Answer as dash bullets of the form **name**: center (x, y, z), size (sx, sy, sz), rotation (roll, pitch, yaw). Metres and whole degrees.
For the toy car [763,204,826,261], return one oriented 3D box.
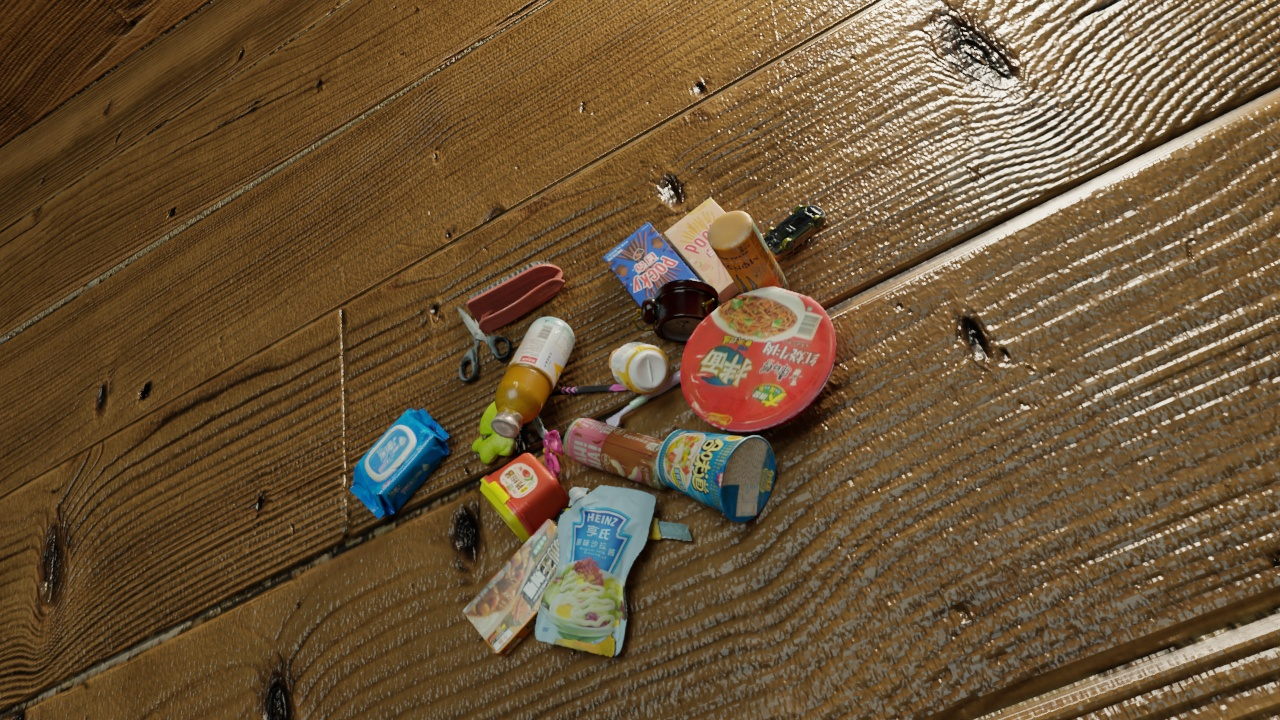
- **toy car**: center (0.201, -0.167, 1.196), size (0.090, 0.035, 0.042), rotation (-40, 49, -6)

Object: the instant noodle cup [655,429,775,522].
- **instant noodle cup**: center (0.080, 0.122, 1.041), size (0.110, 0.099, 0.099), rotation (13, 67, 44)

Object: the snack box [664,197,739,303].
- **snack box**: center (0.103, -0.152, 1.249), size (0.084, 0.026, 0.157), rotation (-38, 48, 3)

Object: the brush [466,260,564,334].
- **brush**: center (-0.178, -0.094, 1.348), size (0.146, 0.063, 0.069), rotation (-29, 36, -1)

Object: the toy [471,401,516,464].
- **toy**: center (-0.194, 0.090, 1.262), size (0.097, 0.031, 0.100), rotation (-25, 50, 18)

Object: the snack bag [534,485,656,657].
- **snack bag**: center (-0.052, 0.236, 1.054), size (0.110, 0.039, 0.190), rotation (4, 69, 24)

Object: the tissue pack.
- **tissue pack**: center (-0.343, 0.144, 1.300), size (0.157, 0.052, 0.095), rotation (-49, 48, -7)

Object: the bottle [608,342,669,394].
- **bottle**: center (-0.007, 0.007, 1.172), size (0.063, 0.063, 0.108), rotation (-51, 21, -8)

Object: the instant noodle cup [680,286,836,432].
- **instant noodle cup**: center (0.147, 0.009, 1.090), size (0.194, 0.066, 0.193), rotation (-16, 54, 23)

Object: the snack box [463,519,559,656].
- **snack box**: center (-0.136, 0.272, 1.100), size (0.153, 0.026, 0.075), rotation (-47, 59, -4)

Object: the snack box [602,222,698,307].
- **snack box**: center (0.016, -0.122, 1.281), size (0.084, 0.026, 0.157), rotation (-38, 48, 3)

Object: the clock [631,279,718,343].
- **clock**: center (0.048, -0.060, 1.185), size (0.122, 0.082, 0.055), rotation (-10, 61, 22)

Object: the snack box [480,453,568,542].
- **snack box**: center (-0.143, 0.170, 1.151), size (0.080, 0.082, 0.091), rotation (-39, 48, -16)

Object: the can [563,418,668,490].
- **can**: center (-0.023, 0.113, 1.126), size (0.147, 0.058, 0.057), rotation (13, 67, 36)

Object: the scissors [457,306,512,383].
- **scissors**: center (-0.246, -0.036, 1.390), size (0.160, 0.014, 0.170), rotation (8, 63, 35)

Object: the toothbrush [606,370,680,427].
- **toothbrush**: center (0.038, 0.032, 1.171), size (0.189, 0.021, 0.029), rotation (-34, 16, 5)

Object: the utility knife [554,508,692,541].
- **utility knife**: center (-0.023, 0.199, 1.096), size (0.193, 0.015, 0.033), rotation (0, 80, 31)

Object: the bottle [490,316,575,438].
- **bottle**: center (-0.146, 0.022, 1.227), size (0.068, 0.068, 0.189), rotation (-5, 42, 28)

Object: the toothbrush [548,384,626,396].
- **toothbrush**: center (-0.086, 0.039, 1.241), size (0.189, 0.018, 0.014), rotation (-5, 51, 26)

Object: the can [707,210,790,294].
- **can**: center (0.135, -0.119, 1.127), size (0.058, 0.146, 0.058), rotation (-16, 53, 22)

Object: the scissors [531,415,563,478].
- **scissors**: center (-0.126, 0.090, 1.206), size (0.017, 0.077, 0.137), rotation (-4, 41, -23)
